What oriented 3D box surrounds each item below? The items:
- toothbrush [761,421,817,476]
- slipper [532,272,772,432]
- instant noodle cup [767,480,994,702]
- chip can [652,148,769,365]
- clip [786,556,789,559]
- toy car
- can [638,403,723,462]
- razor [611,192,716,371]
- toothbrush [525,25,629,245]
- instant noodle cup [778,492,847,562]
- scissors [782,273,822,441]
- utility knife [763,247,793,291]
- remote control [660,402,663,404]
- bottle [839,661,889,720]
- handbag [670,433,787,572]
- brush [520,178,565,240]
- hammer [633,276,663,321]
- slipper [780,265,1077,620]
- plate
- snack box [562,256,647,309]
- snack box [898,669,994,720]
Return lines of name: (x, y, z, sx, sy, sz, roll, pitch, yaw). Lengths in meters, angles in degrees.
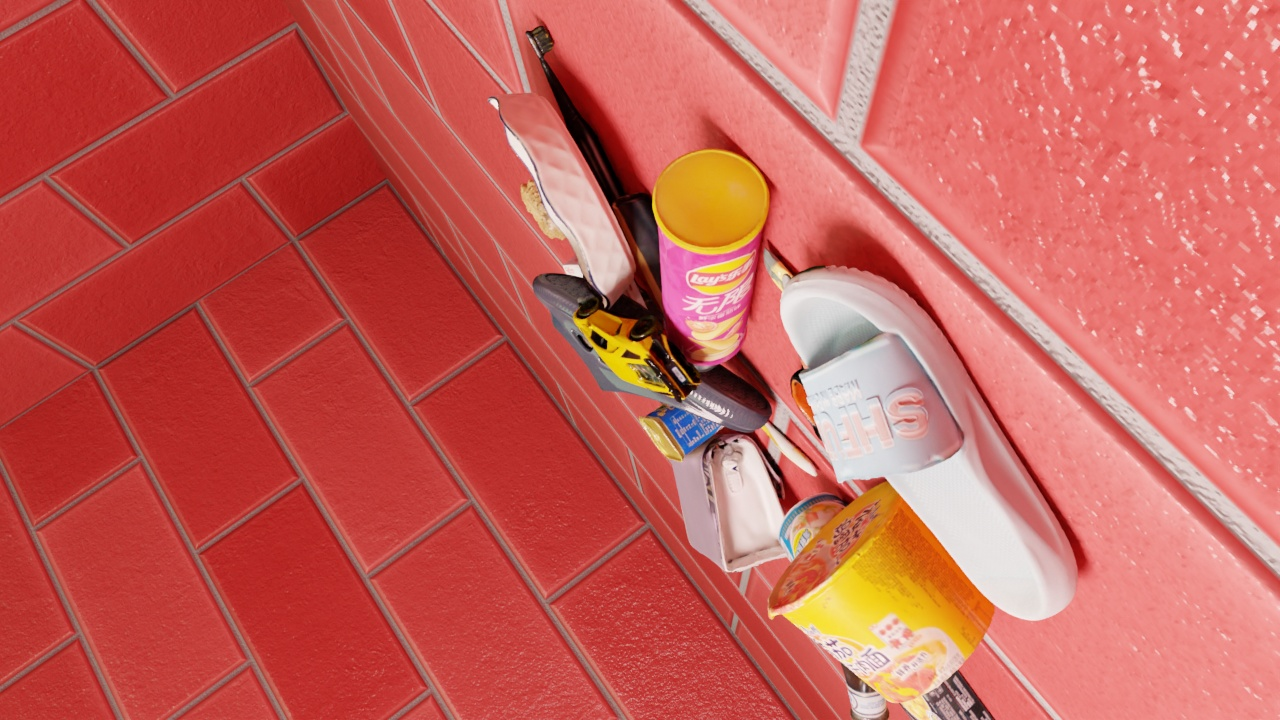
toothbrush: (0.110, 0.057, 0.914, 0.191, 0.018, 0.016, 45, 168, 41)
slipper: (-0.005, 0.005, 0.869, 0.268, 0.083, 0.110, 33, -163, 17)
instant noodle cup: (0.181, 0.173, 0.678, 0.110, 0.138, 0.138, 46, 170, 3)
chip can: (0.048, -0.062, 0.653, 0.071, 0.071, 0.211, 51, 170, 18)
clip: (0.205, 0.257, 1.114, 0.100, 0.034, 0.072, 60, 173, 19)
toy car: (-0.009, -0.009, 0.743, 0.156, 0.041, 0.071, 26, 159, 54)
can: (0.053, 0.063, 1.009, 0.057, 0.083, 0.102, 55, 170, -4)
razor: (0.026, -0.069, 0.792, 0.068, 0.062, 0.167, -23, 98, 56)
toothbrush: (-0.048, -0.191, 0.800, 0.026, 0.027, 0.213, -112, -4, -54)
instant noodle cup: (0.178, 0.178, 0.814, 0.110, 0.099, 0.099, 53, 173, 50)
scissors: (0.115, 0.003, 0.655, 0.235, 0.021, 0.142, 55, 174, -32)
utility knife: (0.148, 0.005, 0.596, 0.210, 0.022, 0.031, 46, 173, 17)
remote control: (0.014, 0.028, 1.136, 0.150, 0.021, 0.058, 42, 173, -40)
bottle: (0.220, 0.287, 0.908, 0.080, 0.044, 0.195, -147, 45, -68)
handbag: (0.100, 0.154, 1.057, 0.197, 0.098, 0.145, 152, 99, -81)
brush: (-0.075, -0.166, 0.993, 0.083, 0.045, 0.255, 62, 164, -18)
hammer: (-0.018, -0.042, 1.137, 0.126, 0.032, 0.323, 55, 170, -2)
slipper: (0.152, 0.055, 0.526, 0.245, 0.074, 0.104, 54, 163, -3)
plate: (-0.063, -0.143, 0.802, 0.205, 0.045, 0.205, 60, 179, 1)
snack box: (-0.020, -0.042, 0.985, 0.085, 0.026, 0.157, 6, 128, 54)
snack box: (0.297, 0.339, 0.925, 0.113, 0.053, 0.126, 54, 165, 2)
